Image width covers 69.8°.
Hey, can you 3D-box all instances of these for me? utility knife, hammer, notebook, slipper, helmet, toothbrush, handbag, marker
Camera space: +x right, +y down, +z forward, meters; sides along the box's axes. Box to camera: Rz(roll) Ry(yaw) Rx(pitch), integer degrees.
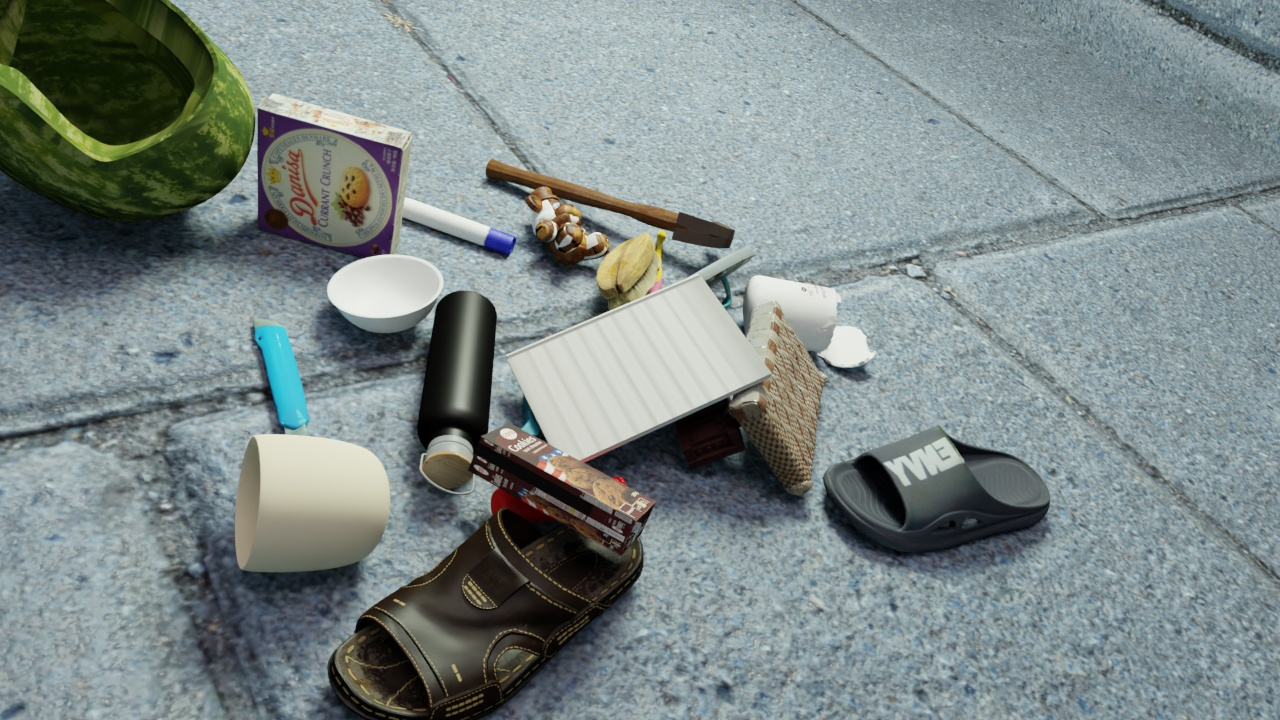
[{"bbox_3d":[-0.314,0.027,0.808,0.031,0.015,0.205,-6,41,-27],"label":"utility knife"},{"bbox_3d":[-0.041,-0.196,1.142,0.323,0.033,0.115,18,12,10],"label":"hammer"},{"bbox_3d":[-0.005,0.005,0.860,0.209,0.009,0.142,-24,54,-11],"label":"notebook"},{"bbox_3d":[0.030,-0.048,0.998,0.268,0.098,0.054,-29,90,-33],"label":"slipper"},{"bbox_3d":[-0.505,-0.245,0.875,0.247,0.244,0.212,29,62,-32],"label":"helmet"},{"bbox_3d":[0.019,-0.116,1.116,0.021,0.016,0.135,17,41,-6],"label":"toothbrush"},{"bbox_3d":[0.138,0.036,0.921,0.124,0.047,0.185,56,31,-24],"label":"handbag"},{"bbox_3d":[-0.098,0.174,0.676,0.267,0.076,0.113,-23,54,-40],"label":"slipper"},{"bbox_3d":[0.311,0.120,0.906,0.267,0.084,0.110,0,45,-25],"label":"slipper"},{"bbox_3d":[-0.210,-0.155,1.059,0.133,0.023,0.027,20,17,0],"label":"marker"}]

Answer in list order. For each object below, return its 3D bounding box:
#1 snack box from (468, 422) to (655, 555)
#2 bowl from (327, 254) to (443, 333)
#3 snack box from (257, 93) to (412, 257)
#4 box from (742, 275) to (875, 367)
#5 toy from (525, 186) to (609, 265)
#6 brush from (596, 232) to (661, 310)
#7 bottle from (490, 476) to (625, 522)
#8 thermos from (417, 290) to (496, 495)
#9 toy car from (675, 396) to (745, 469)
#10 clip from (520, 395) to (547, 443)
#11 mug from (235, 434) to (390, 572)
[{"bbox_3d":[-0.063,0.101,0.736,0.141,0.032,0.051,27,16,13],"label":"snack box"},{"bbox_3d":[-0.250,-0.058,0.910,0.110,0.041,0.109,2,39,-2],"label":"bowl"},{"bbox_3d":[-0.320,-0.187,0.954,0.148,0.144,0.040,15,39,-6],"label":"snack box"},{"bbox_3d":[0.198,-0.045,1.057,0.166,0.093,0.083,8,36,-1],"label":"box"},{"bbox_3d":[-0.094,-0.160,1.080,0.087,0.067,0.112,11,45,-50],"label":"toy"},{"bbox_3d":[-0.011,-0.102,1.032,0.059,0.043,0.195,-21,19,16],"label":"brush"},{"bbox_3d":[-0.067,0.118,0.787,0.118,0.036,0.036,-7,46,-29],"label":"bottle"},{"bbox_3d":[-0.166,0.030,0.829,0.061,0.061,0.230,9,40,-13],"label":"thermos"},{"bbox_3d":[0.053,0.022,0.911,0.070,0.062,0.169,-21,42,9],"label":"toy car"},{"bbox_3d":[-0.076,0.075,0.845,0.114,0.028,0.126,23,38,7],"label":"clip"},{"bbox_3d":[-0.244,0.099,0.690,0.099,0.096,0.120,7,35,-32],"label":"mug"}]
